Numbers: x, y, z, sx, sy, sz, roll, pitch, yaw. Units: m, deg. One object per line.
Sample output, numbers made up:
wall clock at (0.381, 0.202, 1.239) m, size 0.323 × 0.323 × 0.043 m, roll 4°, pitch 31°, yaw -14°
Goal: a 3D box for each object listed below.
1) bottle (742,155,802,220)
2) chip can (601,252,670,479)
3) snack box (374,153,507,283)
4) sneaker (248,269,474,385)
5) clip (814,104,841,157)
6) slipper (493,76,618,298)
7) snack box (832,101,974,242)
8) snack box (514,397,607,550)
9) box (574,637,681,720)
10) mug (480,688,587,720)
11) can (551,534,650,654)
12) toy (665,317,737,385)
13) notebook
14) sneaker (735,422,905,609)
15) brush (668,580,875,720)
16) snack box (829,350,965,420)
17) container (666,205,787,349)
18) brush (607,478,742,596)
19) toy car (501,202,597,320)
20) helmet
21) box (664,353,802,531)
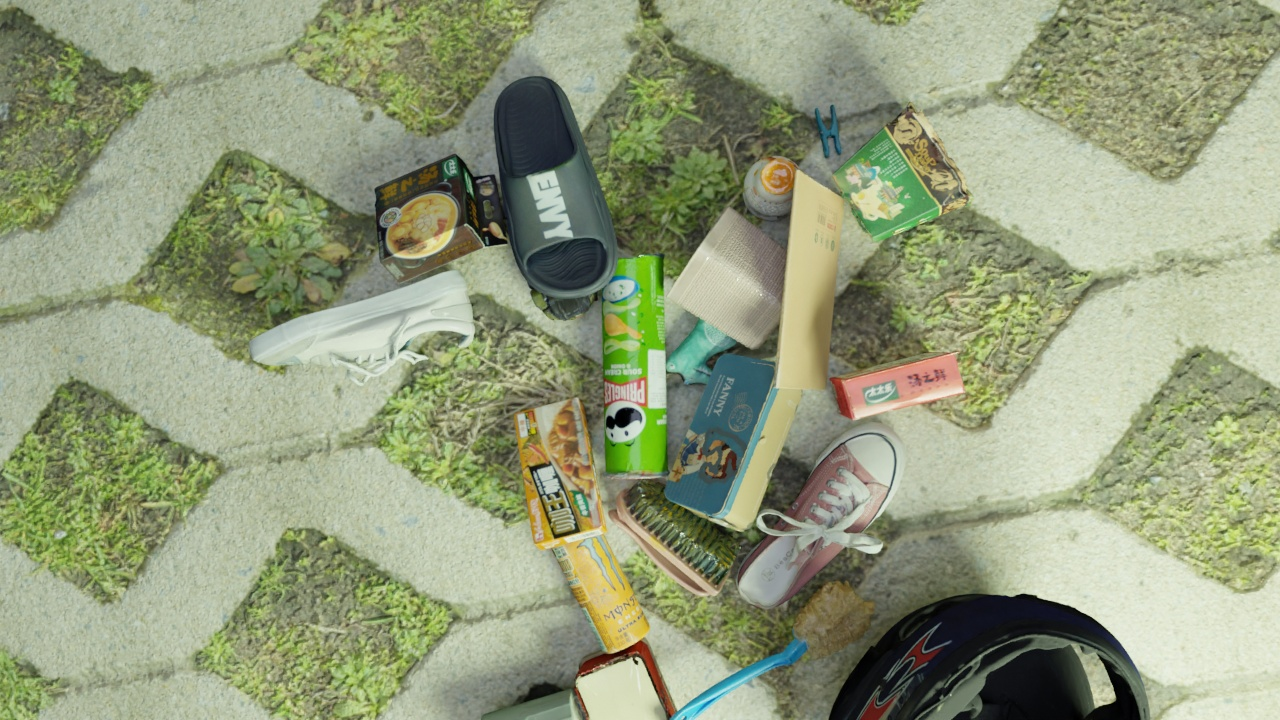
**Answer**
bottle at (0.138, -0.180, 0.944) m, size 0.063 × 0.108 × 0.063 m, roll 0°, pitch 92°, yaw 4°
chip can at (-0.006, 0.006, 0.977) m, size 0.072 × 0.072 × 0.236 m, roll -1°, pitch 90°, yaw 5°
snack box at (-0.216, -0.155, 0.982) m, size 0.126 × 0.053 × 0.113 m, roll -22°, pitch 55°, yaw 9°
sneaker at (-0.297, -0.021, 1.000) m, size 0.242 × 0.089 × 0.091 m, roll -17°, pitch 93°, yaw -1°
clip at (0.202, -0.246, 0.986) m, size 0.043 × 0.014 × 0.056 m, roll -9°, pitch 88°, yaw 5°
slipper at (-0.104, -0.190, 0.949) m, size 0.111 × 0.083 × 0.268 m, roll -19°, pitch 72°, yaw 9°
snack box at (0.262, -0.183, 0.941) m, size 0.106 × 0.117 × 0.118 m, roll -32°, pitch 85°, yaw 16°
snack box at (-0.086, 0.119, 0.976) m, size 0.075 × 0.026 × 0.153 m, roll -16°, pitch 62°, yaw 5°
box at (-0.005, 0.393, 0.976) m, size 0.091 × 0.080 × 0.168 m, roll -23°, pitch 88°, yaw 4°
mug at (-0.103, 0.423, 0.993) m, size 0.103 × 0.083 × 0.124 m, roll -20°, pitch 115°, yaw 4°
can at (-0.046, 0.238, 0.989) m, size 0.058 × 0.058 × 0.146 m, roll -27°, pitch 88°, yaw 4°
toy at (0.070, -0.010, 0.993) m, size 0.096 × 0.030 × 0.092 m, roll 42°, pitch 99°, yaw -4°
notebook at (0.172, -0.074, 0.928) m, size 0.008 × 0.147 × 0.207 m, roll 6°, pitch 91°, yaw 29°
sneaker at (0.189, 0.168, 0.952) m, size 0.118 × 0.088 × 0.241 m, roll 41°, pitch 95°, yaw 4°
brush at (0.134, 0.312, 0.951) m, size 0.254 × 0.046 × 0.083 m, roll -32°, pitch 127°, yaw -5°
snack box at (0.257, 0.025, 0.926) m, size 0.113 × 0.127 × 0.044 m, roll -15°, pitch 89°, yaw 5°
container at (0.103, -0.081, 0.947) m, size 0.111 × 0.090 × 0.090 m, roll 35°, pitch 49°, yaw 0°
brush at (0.033, 0.190, 0.983) m, size 0.145 × 0.063 × 0.073 m, roll 37°, pitch 123°, yaw 5°
toy car at (-0.099, -0.119, 0.998) m, size 0.070 × 0.042 × 0.158 m, roll -23°, pitch 82°, yaw 5°
helmet at (0.317, 0.340, 0.861) m, size 0.247 × 0.240 × 0.316 m, roll 24°, pitch 103°, yaw 5°
box at (0.099, 0.077, 0.945) m, size 0.090 × 0.059 × 0.184 m, roll 10°, pitch 76°, yaw 44°
